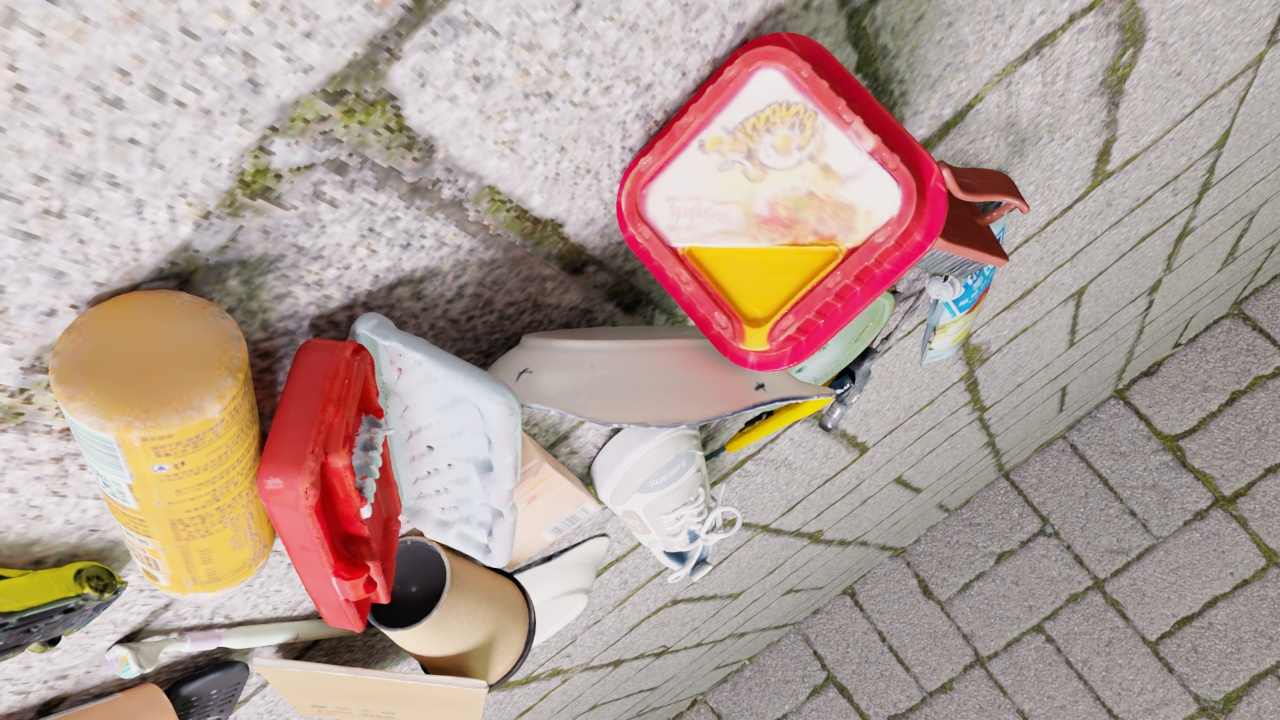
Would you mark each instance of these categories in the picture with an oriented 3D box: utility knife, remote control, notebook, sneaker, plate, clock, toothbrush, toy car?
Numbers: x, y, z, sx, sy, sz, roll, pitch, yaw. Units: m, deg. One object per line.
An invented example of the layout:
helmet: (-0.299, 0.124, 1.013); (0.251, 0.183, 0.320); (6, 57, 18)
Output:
utility knife: (0.093, 0.052, 0.720); (0.033, 0.015, 0.224); (-42, -178, -37)
remote control: (-0.287, 0.223, 0.589); (0.053, 0.024, 0.137); (-12, 149, -45)
notebook: (-0.186, 0.246, 0.663); (0.148, 0.008, 0.208); (8, 150, -7)
sneaker: (0.024, 0.117, 0.719); (0.089, 0.090, 0.242); (-32, 156, -10)
plate: (-0.102, 0.231, 0.837); (0.163, 0.034, 0.165); (-18, 151, -34)
clock: (0.088, -0.019, 0.589); (0.160, 0.056, 0.116); (-19, 151, -33)
toothbrush: (-0.237, 0.173, 0.570); (0.189, 0.029, 0.020); (21, 80, -64)
plate: (-0.003, 0.003, 0.453); (0.165, 0.034, 0.163); (3, -173, 41)
toy car: (-0.269, 0.106, 0.385); (0.048, 0.032, 0.105); (-41, 167, 12)

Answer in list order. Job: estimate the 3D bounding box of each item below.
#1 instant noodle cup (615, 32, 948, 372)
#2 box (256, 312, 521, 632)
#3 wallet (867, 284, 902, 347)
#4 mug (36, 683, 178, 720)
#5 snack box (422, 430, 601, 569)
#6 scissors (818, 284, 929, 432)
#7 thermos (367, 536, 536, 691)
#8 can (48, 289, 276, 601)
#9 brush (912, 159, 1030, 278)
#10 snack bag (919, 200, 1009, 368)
instant noodle cup: (0.071, -0.067, 0.421); (0.116, 0.116, 0.124); (-44, 166, 19)
box: (-0.103, 0.065, 0.434); (0.100, 0.095, 0.202); (8, 148, -5)
wallet: (0.154, -0.005, 0.736); (0.101, 0.032, 0.125); (-30, 157, -17)
mug: (-0.321, 0.229, 0.499); (0.122, 0.078, 0.078); (-16, 151, -48)
snack box: (-0.084, 0.099, 0.619); (0.084, 0.026, 0.157); (-34, 156, -2)
scissors: (0.192, -0.013, 0.733); (0.181, 0.014, 0.159); (-61, 161, 21)
thermos: (-0.132, 0.173, 0.629); (0.093, 0.093, 0.143); (-33, 149, -5)
can: (-0.174, 0.039, 0.349); (0.058, 0.058, 0.146); (-21, 153, -29)
brush: (0.196, -0.094, 0.582); (0.069, 0.063, 0.145); (-37, 158, 34)
snack bag: (0.259, -0.062, 0.737); (0.110, 0.039, 0.191); (-48, 158, -5)
